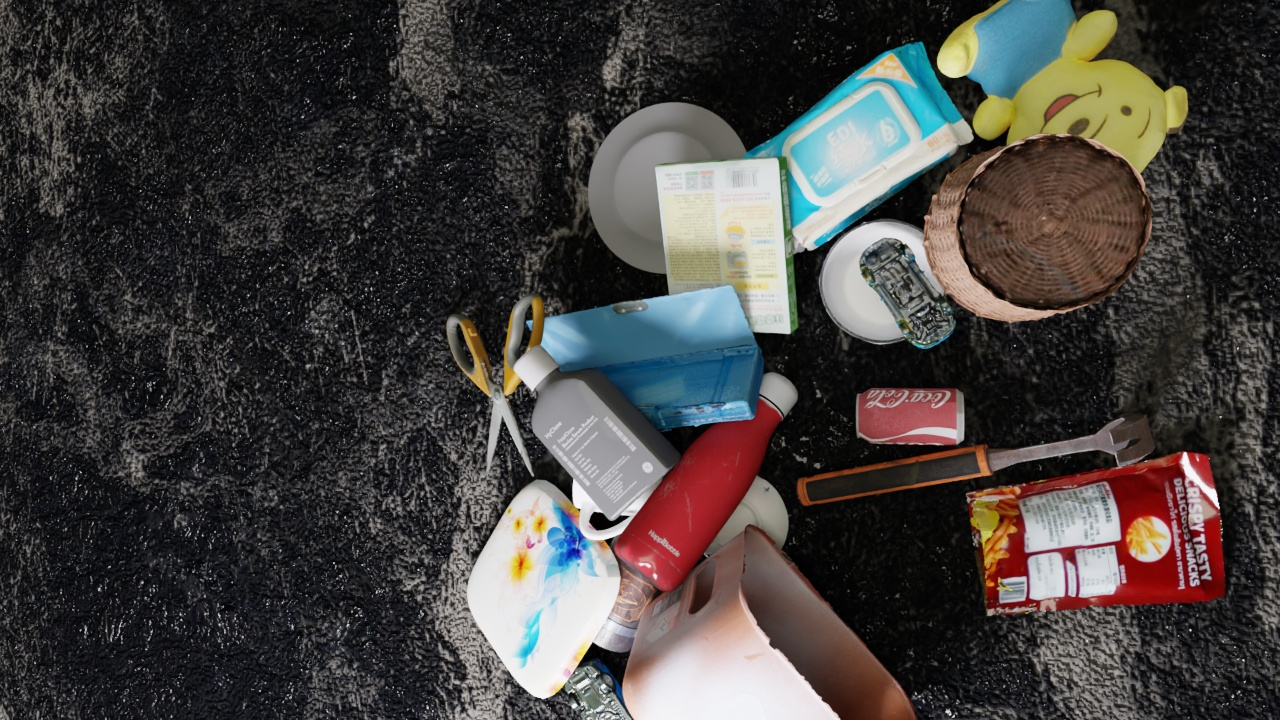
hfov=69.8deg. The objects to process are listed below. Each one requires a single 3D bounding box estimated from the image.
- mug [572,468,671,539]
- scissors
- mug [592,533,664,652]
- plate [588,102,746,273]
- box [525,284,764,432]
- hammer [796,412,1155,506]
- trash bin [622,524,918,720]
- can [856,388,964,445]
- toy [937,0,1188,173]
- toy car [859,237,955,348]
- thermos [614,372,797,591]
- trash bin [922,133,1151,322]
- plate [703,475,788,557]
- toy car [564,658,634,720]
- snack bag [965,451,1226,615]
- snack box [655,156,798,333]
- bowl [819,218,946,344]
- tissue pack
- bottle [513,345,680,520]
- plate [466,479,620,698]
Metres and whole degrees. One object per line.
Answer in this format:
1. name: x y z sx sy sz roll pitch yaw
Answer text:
1. mug: -0.020 0.133 0.938 0.088 0.081 0.114 9 56 11
2. scissors: -0.146 0.013 0.964 0.230 0.016 0.225 -54 55 39
3. mug: 0.002 0.244 0.951 0.116 0.080 0.107 31 102 -1
4. plate: 0.028 -0.181 0.959 0.179 0.012 0.178 1 92 17
5. box: -0.006 0.004 0.904 0.232 0.094 0.112 -8 129 24
6. hammer: 0.293 0.097 0.840 0.315 0.137 0.035 -15 85 25
7. trash bin: 0.122 0.313 0.838 0.158 0.181 0.259 -41 96 16
8. can: 0.256 0.053 0.874 0.097 0.054 0.054 0 92 17
9. toy: 0.372 -0.238 0.813 0.149 0.083 0.214 -40 80 35
10. toy car: 0.238 -0.061 0.817 0.048 0.032 0.105 -36 76 15
11. thermos: 0.072 0.109 0.889 0.073 0.073 0.239 36 75 13
12. trash bin: 0.295 -0.103 0.704 0.151 0.209 0.151 1 94 18
13. plate: 0.098 0.167 0.941 0.104 0.026 0.104 1 92 18
14. toy car: -0.031 0.375 0.978 0.056 0.043 0.120 -38 79 15
15. snack bag: 0.411 0.163 0.827 0.208 0.066 0.139 -10 94 15
16. snack box: 0.084 -0.112 0.898 0.132 0.027 0.168 4 110 31
17. bowl: 0.232 -0.073 0.871 0.116 0.065 0.116 0 92 17
18. tissue pack: 0.204 -0.202 0.878 0.210 0.066 0.117 -33 83 14
19. bottle: -0.052 0.059 0.877 0.174 0.046 0.084 47 112 6
20. plate: -0.112 0.238 0.969 0.187 0.016 0.187 42 107 39
